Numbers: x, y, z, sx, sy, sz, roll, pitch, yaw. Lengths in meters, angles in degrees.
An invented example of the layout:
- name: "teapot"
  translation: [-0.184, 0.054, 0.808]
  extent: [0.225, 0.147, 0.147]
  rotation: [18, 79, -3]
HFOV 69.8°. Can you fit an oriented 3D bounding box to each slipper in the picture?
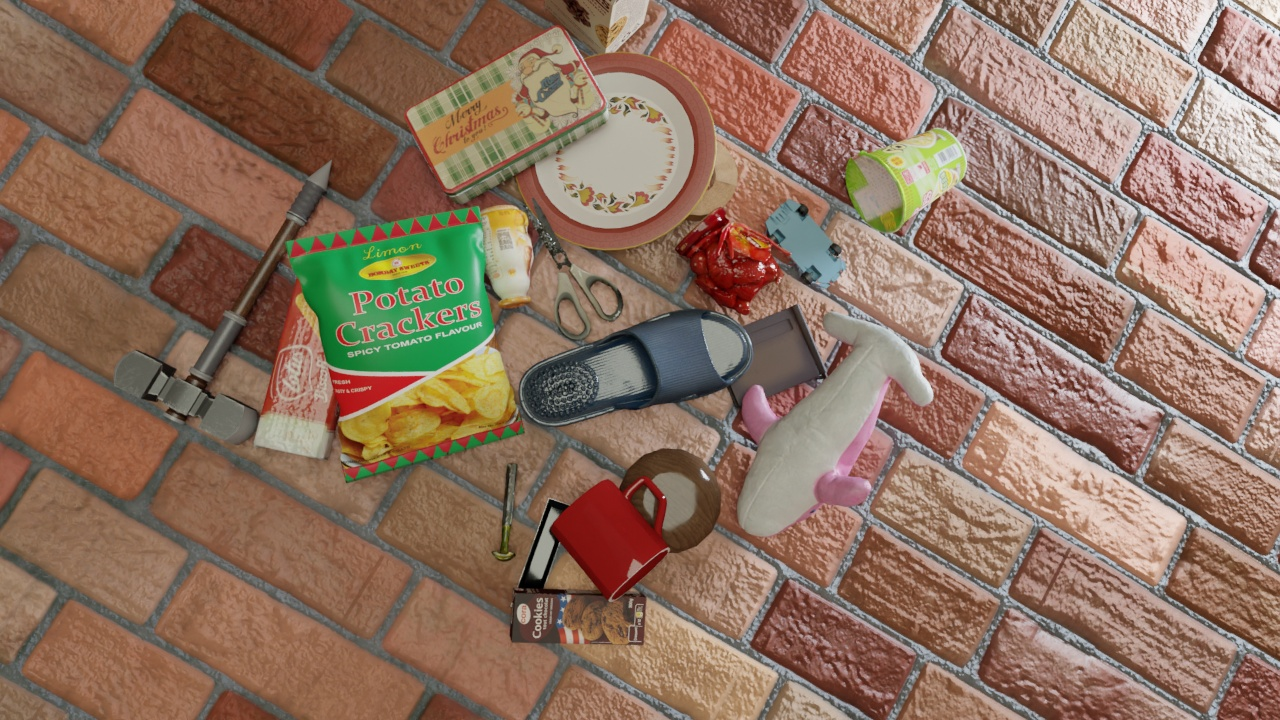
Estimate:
- name: "slipper"
  translation: [-0.006, 0.006, 0.993]
  extent: [0.263, 0.082, 0.101]
  rotation: [-15, 85, -2]

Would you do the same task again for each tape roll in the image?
- name: "tape roll"
  translation: [0.063, -0.209, 1.054]
  extent: [0.094, 0.027, 0.094]
  rotation: [1, 85, -6]

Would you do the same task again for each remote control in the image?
- name: "remote control"
  translation: [-0.108, 0.214, 1.004]
  extent: [0.028, 0.012, 0.124]
  rotation: [20, 83, -4]

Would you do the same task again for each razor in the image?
- name: "razor"
  translation: [-0.144, 0.164, 0.998]
  extent: [0.026, 0.042, 0.105]
  rotation: [4, 75, -3]

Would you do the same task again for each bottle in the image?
- name: "bottle"
  translation: [-0.147, -0.113, 1.005]
  extent: [0.063, 0.063, 0.108]
  rotation: [-10, 87, -7]
- name: "bottle"
  translation: [0.102, -0.110, 1.011]
  extent: [0.099, 0.099, 0.111]
  rotation: [-42, 90, -8]

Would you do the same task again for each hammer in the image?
- name: "hammer"
  translation: [-0.416, -0.079, 0.989]
  extent: [0.156, 0.043, 0.322]
  rotation: [28, 80, -3]

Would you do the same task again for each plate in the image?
- name: "plate"
  translation: [-0.030, -0.234, 1.032]
  extent: [0.230, 0.021, 0.229]
  rotation: [-1, 83, 8]

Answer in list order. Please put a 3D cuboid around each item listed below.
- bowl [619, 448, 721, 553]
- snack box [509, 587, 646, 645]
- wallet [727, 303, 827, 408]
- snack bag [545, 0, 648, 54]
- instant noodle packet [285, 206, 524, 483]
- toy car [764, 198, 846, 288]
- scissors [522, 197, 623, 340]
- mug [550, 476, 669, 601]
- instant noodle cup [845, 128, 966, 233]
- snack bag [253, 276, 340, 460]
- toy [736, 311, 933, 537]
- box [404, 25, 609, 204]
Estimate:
- name: "bowl"
  translation: [0.035, 0.155, 1.015]
  extent: [0.118, 0.030, 0.118]
  rotation: [1, 85, -6]
- name: "snack box"
  translation: [-0.067, 0.275, 0.984]
  extent: [0.141, 0.032, 0.051]
  rotation: [5, 86, -11]
- name: "wallet"
  translation: [0.147, -0.003, 1.050]
  extent: [0.115, 0.018, 0.091]
  rotation: [-22, 87, -9]
- name: "snack bag"
  translation: [-0.043, -0.415, 0.972]
  extent: [0.094, 0.206, 0.070]
  rotation: [43, 82, -1]
- name: "instant noodle packet"
  translation: [-0.237, -0.017, 0.955]
  extent: [0.195, 0.090, 0.253]
  rotation: [-15, 104, -22]
- name: "toy car"
  translation: [0.187, -0.133, 1.060]
  extent: [0.060, 0.027, 0.108]
  rotation: [-45, 100, -8]
- name: "scissors"
  translation: [-0.073, -0.106, 1.016]
  extent: [0.132, 0.012, 0.169]
  rotation: [-2, 100, -16]
- name: "mug"
  translation: [-0.019, 0.179, 0.967]
  extent: [0.116, 0.080, 0.096]
  rotation: [-40, 73, -8]
- name: "instant noodle cup"
  translation: [0.308, -0.212, 1.051]
  extent: [0.107, 0.099, 0.099]
  rotation: [-28, 88, -16]
- name: "snack bag"
  translation: [-0.346, -0.009, 0.978]
  extent: [0.077, 0.041, 0.225]
  rotation: [13, 83, -4]
- name: "toy"
  translation: [0.203, 0.083, 0.994]
  extent: [0.186, 0.127, 0.266]
  rotation: [44, 108, 36]
- name: "box"
  translation: [-0.146, -0.269, 1.010]
  extent: [0.205, 0.050, 0.117]
  rotation: [-28, 79, 0]
